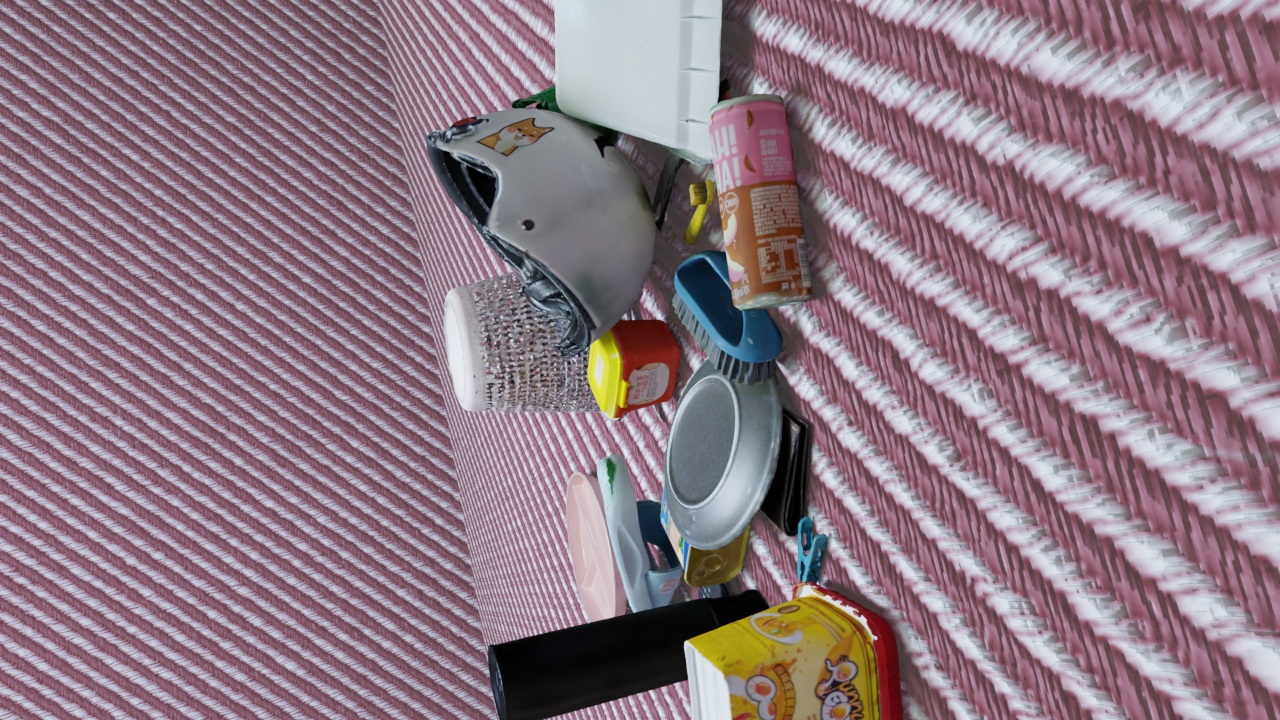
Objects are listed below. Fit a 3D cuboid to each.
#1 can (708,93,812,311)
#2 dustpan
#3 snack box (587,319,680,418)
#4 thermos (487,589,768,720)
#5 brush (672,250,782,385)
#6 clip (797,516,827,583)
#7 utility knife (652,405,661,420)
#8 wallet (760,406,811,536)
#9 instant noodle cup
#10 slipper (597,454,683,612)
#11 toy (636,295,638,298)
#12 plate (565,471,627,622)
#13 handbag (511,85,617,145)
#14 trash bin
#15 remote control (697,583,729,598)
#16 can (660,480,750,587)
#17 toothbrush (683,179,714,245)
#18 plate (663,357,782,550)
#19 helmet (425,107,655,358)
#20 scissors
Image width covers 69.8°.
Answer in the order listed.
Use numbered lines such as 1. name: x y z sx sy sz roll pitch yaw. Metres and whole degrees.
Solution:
1. can: 0.086 -0.112 0.661 0.058 0.057 0.147 172 90 -71
2. dustpan: 0.019 -0.304 0.816 0.258 0.142 0.223 19 117 41
3. snack box: -0.006 0.005 0.938 0.082 0.080 0.091 -116 26 -44
4. thermos: -0.002 0.249 0.777 0.090 0.242 0.068 171 90 -72
5. brush: 0.069 -0.045 0.739 0.143 0.055 0.074 -121 29 -50
6. clip: 0.131 0.150 0.708 0.038 0.013 0.055 -130 38 -58
7. utility knife: -0.023 -0.025 1.020 0.216 0.018 0.034 62 177 14
8. wallet: 0.101 0.075 0.755 0.122 0.020 0.096 -137 48 -63
9. instant noodle cup: 0.104 0.230 0.648 0.116 0.123 0.116 -169 72 -71
10. slipper: 0.007 0.188 0.980 0.104 0.074 0.246 -106 2 -47
11. toy: -0.035 -0.146 1.013 0.159 0.054 0.122 65 157 22
12. plate: -0.062 0.269 1.289 0.230 0.028 0.229 172 90 -72
13. handbag: -0.093 -0.248 1.028 0.068 0.120 0.132 69 156 19
14. trash bin: -0.133 -0.024 1.128 0.228 0.192 0.227 171 90 -71
15. remote control: 0.073 0.256 0.900 0.053 0.024 0.137 -126 32 -51
16. can: 0.058 0.143 0.851 0.083 0.057 0.102 -119 29 -52
17. toothbrush: 0.044 -0.118 0.755 0.190 0.016 0.015 98 165 -87
18. plate: 0.058 0.069 0.771 0.180 0.024 0.179 -39 44 51
19. helmet: -0.080 -0.148 0.888 0.274 0.156 0.230 50 171 44
20. scissors: 0.041 -0.193 0.822 0.204 0.015 0.203 -142 47 -64
